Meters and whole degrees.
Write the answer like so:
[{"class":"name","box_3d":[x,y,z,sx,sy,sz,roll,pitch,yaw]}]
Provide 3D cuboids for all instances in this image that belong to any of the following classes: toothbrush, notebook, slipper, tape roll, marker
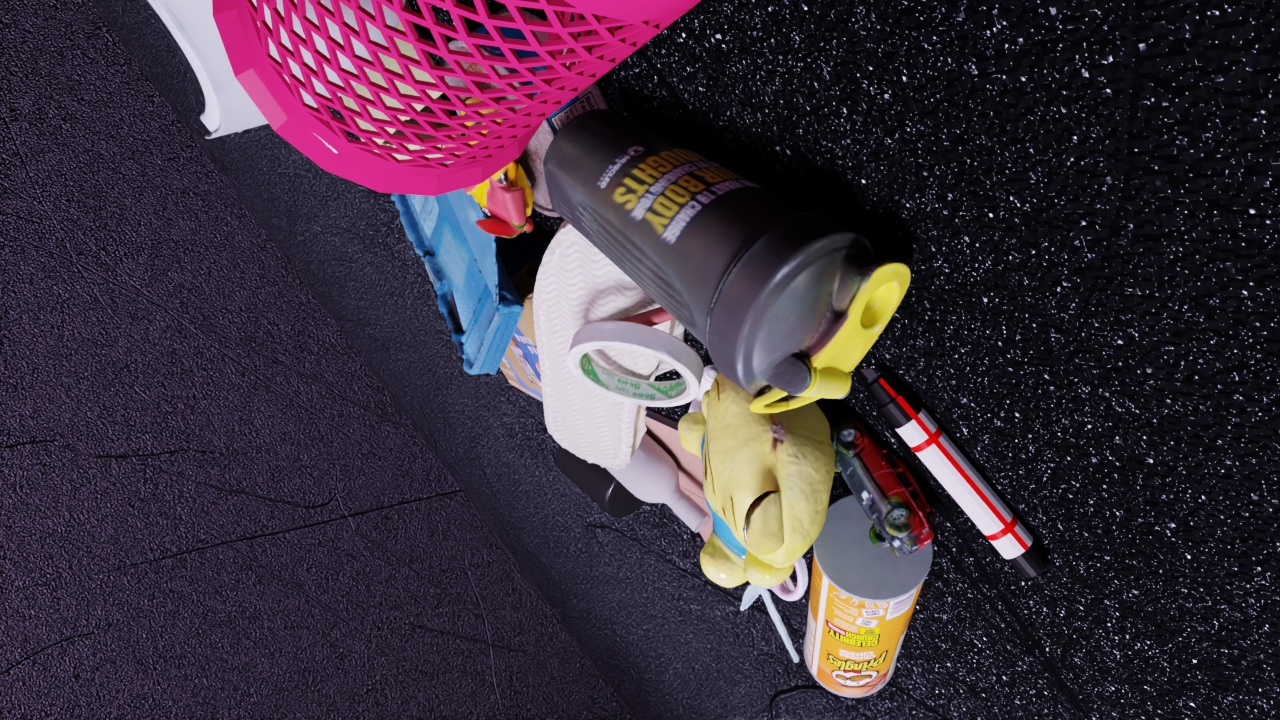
[{"class":"toothbrush","box_3d":[0.025,-0.029,0.585,0.190,0.016,0.016,-15,124,46]},{"class":"notebook","box_3d":[0.070,0.138,0.903,0.141,0.008,0.209,20,145,56]},{"class":"slipper","box_3d":[-0.025,-0.011,0.696,0.114,0.053,0.273,19,139,5]},{"class":"tape roll","box_3d":[-0.004,0.004,0.626,0.094,0.018,0.094,12,154,6]},{"class":"marker","box_3d":[0.049,0.036,0.742,0.017,0.020,0.134,41,159,13]},{"class":"marker","box_3d":[0.172,0.059,0.510,0.145,0.019,0.019,50,161,1]}]

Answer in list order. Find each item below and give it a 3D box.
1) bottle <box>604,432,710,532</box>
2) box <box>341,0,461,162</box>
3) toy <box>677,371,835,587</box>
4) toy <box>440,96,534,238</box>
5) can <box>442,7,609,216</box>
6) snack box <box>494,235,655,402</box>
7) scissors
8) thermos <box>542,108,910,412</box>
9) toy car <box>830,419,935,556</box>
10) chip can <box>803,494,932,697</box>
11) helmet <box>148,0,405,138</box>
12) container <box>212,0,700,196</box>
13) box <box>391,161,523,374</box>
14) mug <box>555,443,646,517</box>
[{"class":"bottle","box_3d":[-0.008,0.094,0.896,0.195,0.052,0.052,41,159,26]},{"class":"box","box_3d":[-0.191,-0.218,0.658,0.188,0.077,0.091,60,166,27]},{"class":"toy","box_3d":[0.078,0.073,0.613,0.214,0.084,0.148,98,163,-68]},{"class":"toy","box_3d":[-0.098,-0.123,0.603,0.084,0.046,0.104,55,161,29]},{"class":"can","box_3d":[-0.073,-0.162,0.608,0.130,0.044,0.130,43,160,20]},{"class":"snack box","box_3d":[-0.089,-0.031,0.850,0.203,0.069,0.155,22,145,54]},{"class":"scissors","box_3d":[0.099,0.173,0.784,0.173,0.013,0.170,108,144,-58]},{"class":"thermos","box_3d":[0.033,-0.061,0.493,0.221,0.098,0.098,41,159,37]},{"class":"toy car","box_3d":[0.148,0.078,0.572,0.091,0.036,0.042,56,165,20]},{"class":"chip can","box_3d":[0.161,0.180,0.675,0.075,0.075,0.215,39,158,29]},{"class":"helmet","box_3d":[-0.230,-0.280,0.551,0.237,0.163,0.263,92,157,-59]},{"class":"container","box_3d":[-0.063,-0.179,0.387,0.226,0.182,0.183,0,127,57]},{"class":"box","box_3d":[-0.153,-0.125,0.761,0.231,0.047,0.177,63,151,28]},{"class":"mug","box_3d":[-0.024,0.116,0.990,0.088,0.078,0.113,36,-176,35]}]
